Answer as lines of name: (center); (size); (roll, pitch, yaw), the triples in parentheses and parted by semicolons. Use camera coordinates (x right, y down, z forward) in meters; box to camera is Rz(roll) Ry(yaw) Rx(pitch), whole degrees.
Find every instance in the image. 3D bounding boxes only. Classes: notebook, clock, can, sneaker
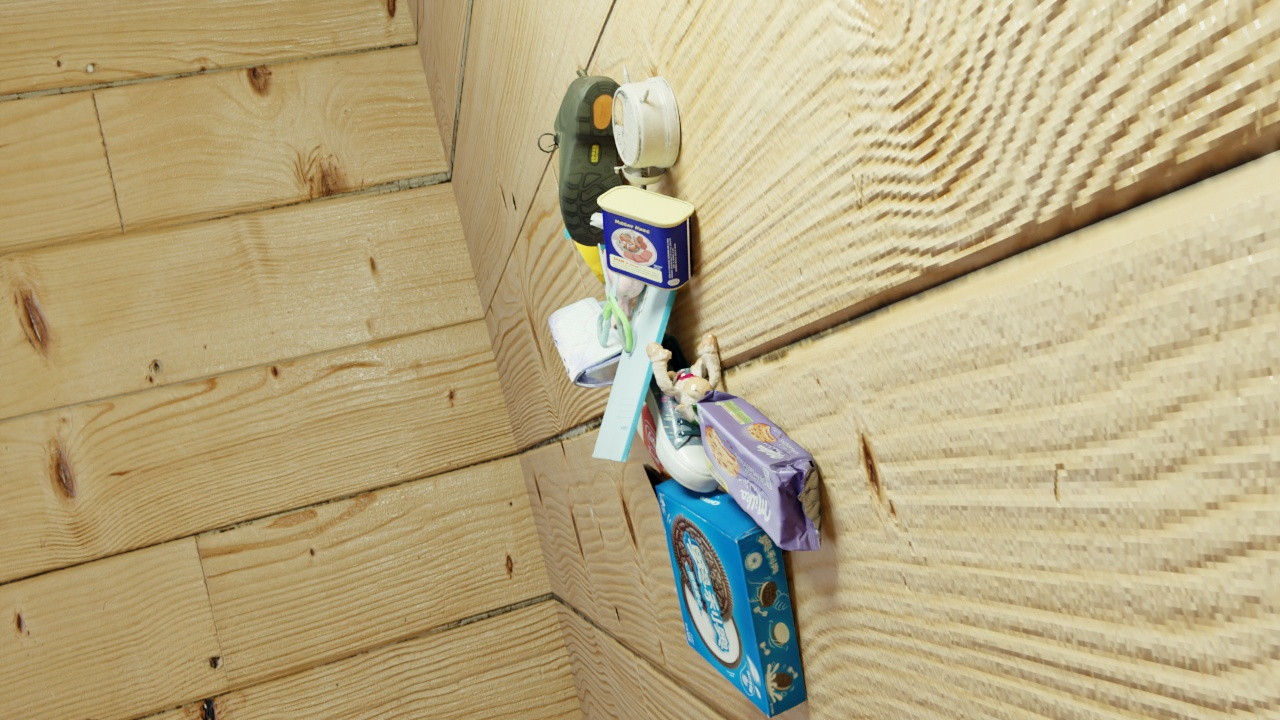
notebook: (0.048, 0.222, 1.306); (0.209, 0.008, 0.141); (-174, 61, -81)
clock: (-0.075, -0.169, 1.401); (0.129, 0.044, 0.099); (60, -173, 25)
can: (0.008, -0.144, 1.082); (0.116, 0.056, 0.092); (22, 134, 31)
clock: (0.000, -0.256, 1.076); (0.103, 0.061, 0.157); (-121, 26, -49)
notebook: (-0.007, 0.007, 1.185); (0.181, 0.009, 0.253); (165, 122, -74)
sneaker: (0.057, 0.058, 1.136); (0.235, 0.087, 0.079); (-112, 36, -46)
sneaker: (-0.085, -0.286, 1.263); (0.143, 0.101, 0.238); (-126, 35, -50)

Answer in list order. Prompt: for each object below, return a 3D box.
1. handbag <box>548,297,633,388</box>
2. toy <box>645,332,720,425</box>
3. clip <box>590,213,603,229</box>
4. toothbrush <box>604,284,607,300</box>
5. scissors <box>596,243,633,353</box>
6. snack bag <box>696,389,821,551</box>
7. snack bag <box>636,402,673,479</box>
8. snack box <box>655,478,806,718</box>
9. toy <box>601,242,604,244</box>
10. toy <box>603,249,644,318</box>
handbag: (-0.060, -0.028, 1.353); (0.158, 0.126, 0.069); (-120, 25, -51)
toy: (0.053, 0.028, 1.062); (0.074, 0.085, 0.105); (99, 165, -50)
clip: (-0.010, -0.175, 1.198); (0.046, 0.102, 0.055); (105, -168, -50)
toothbrush: (-0.042, -0.072, 1.458); (0.022, 0.017, 0.135); (137, 118, -76)
scissors: (-0.041, -0.081, 1.239); (0.173, 0.023, 0.171); (113, 147, -61)
snack bag: (0.125, 0.108, 0.950); (0.205, 0.058, 0.096); (-136, 33, -59)
snack bag: (0.044, 0.134, 1.288); (0.225, 0.041, 0.078); (-123, 23, -47)
snack box: (0.105, 0.273, 1.095); (0.196, 0.056, 0.239); (22, 126, 62)
toy: (-0.061, -0.229, 1.359); (0.079, 0.038, 0.122); (175, 87, -86)
toy: (-0.026, -0.112, 1.286); (0.108, 0.053, 0.105); (-115, 29, -46)
